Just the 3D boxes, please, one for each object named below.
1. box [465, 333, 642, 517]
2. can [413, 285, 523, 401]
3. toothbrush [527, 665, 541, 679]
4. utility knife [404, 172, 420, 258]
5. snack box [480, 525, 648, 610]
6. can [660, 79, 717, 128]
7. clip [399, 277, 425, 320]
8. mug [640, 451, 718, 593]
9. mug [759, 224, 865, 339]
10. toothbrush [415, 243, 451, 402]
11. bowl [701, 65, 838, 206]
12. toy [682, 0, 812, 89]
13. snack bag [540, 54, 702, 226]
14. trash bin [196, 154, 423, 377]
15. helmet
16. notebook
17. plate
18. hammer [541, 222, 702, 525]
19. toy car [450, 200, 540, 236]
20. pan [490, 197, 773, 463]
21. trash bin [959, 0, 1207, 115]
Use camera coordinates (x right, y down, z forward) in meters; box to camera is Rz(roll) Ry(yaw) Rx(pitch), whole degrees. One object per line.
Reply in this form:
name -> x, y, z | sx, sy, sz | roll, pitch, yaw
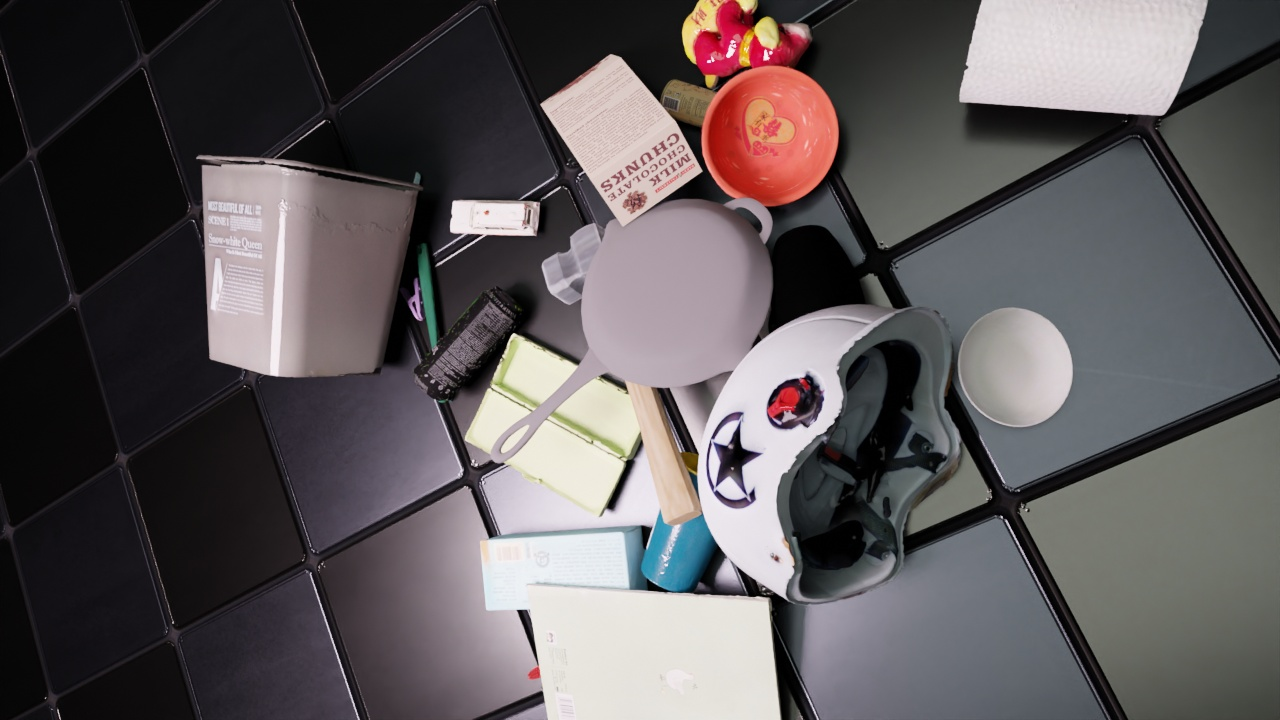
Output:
box -> -0.089, 0.068, 0.984 | 0.187, 0.024, 0.137 | 25, 90, 22
can -> -0.189, -0.017, 1.008 | 0.054, 0.054, 0.138 | 43, 93, 19
toothbrush -> -0.031, 0.289, 0.948 | 0.213, 0.018, 0.012 | -29, 76, 18
utility knife -> -0.283, -0.137, 1.088 | 0.022, 0.015, 0.177 | 13, 89, 34
snack box -> -0.081, 0.217, 0.956 | 0.175, 0.053, 0.075 | -8, 84, 23
can -> 0.063, -0.258, 0.937 | 0.079, 0.038, 0.038 | 24, 95, 22
clip -> -0.262, -0.075, 1.074 | 0.050, 0.014, 0.046 | 39, 98, 23
mug -> 0.048, 0.160, 0.897 | 0.078, 0.078, 0.121 | 26, 101, 22
mug -> 0.152, -0.065, 0.872 | 0.119, 0.084, 0.100 | -34, 58, 48
toothbrush -> -0.238, -0.044, 1.061 | 0.016, 0.017, 0.189 | -14, 80, 21
bowl -> 0.123, -0.217, 0.890 | 0.130, 0.045, 0.130 | 0, 105, 1
toy -> 0.097, -0.318, 0.917 | 0.137, 0.067, 0.106 | 35, 101, 28
snack bag -> -0.032, -0.241, 0.937 | 0.094, 0.070, 0.206 | -34, 48, 4
trash bin -> -0.376, -0.102, 1.029 | 0.198, 0.197, 0.220 | 11, 97, 34
helmet -> 0.149, 0.064, 0.788 | 0.164, 0.236, 0.264 | 25, 99, 42
notebook -> 0.012, 0.310, 0.902 | 0.253, 0.010, 0.182 | -2, 103, 22
plate -> 0.323, 0.007, 0.804 | 0.104, 0.026, 0.104 | 1, 83, -6
hammer -> -0.005, 0.005, 0.897 | 0.117, 0.051, 0.322 | -27, 62, 18
toy car -> -0.167, -0.161, 1.025 | 0.113, 0.039, 0.039 | 6, 89, 23
pan -> -0.017, -0.028, 0.874 | 0.355, 0.024, 0.216 | -43, 62, 5
trash bin -> 0.367, -0.271, 0.767 | 0.161, 0.133, 0.133 | 16, 92, 18
